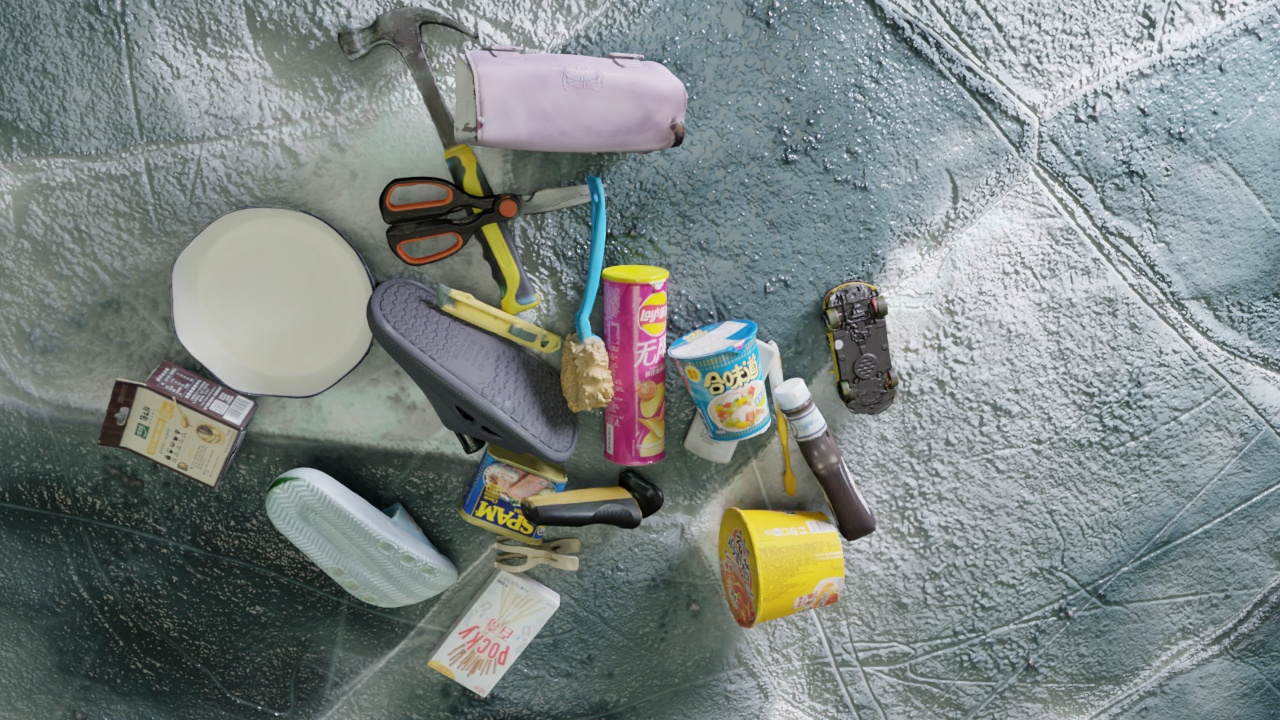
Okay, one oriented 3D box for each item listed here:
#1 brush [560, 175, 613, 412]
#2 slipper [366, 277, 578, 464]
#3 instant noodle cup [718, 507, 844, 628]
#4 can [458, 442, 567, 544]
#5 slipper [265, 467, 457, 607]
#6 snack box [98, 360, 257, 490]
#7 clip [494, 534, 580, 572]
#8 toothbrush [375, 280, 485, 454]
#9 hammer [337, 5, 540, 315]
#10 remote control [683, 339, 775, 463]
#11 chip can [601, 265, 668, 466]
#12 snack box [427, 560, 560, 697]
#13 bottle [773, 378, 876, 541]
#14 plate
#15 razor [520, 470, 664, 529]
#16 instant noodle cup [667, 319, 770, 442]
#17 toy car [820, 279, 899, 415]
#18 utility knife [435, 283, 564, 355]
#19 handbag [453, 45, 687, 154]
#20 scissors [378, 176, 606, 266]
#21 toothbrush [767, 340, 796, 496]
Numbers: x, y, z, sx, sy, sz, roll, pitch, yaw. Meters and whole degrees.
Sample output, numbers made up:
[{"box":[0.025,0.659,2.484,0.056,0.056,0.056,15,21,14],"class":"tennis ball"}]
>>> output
[{"box":[-0.051,-0.062,0.949,0.045,0.083,0.255,-4,109,-25],"class":"brush"},{"box":[-0.182,0.020,0.979,0.268,0.110,0.084,39,132,-16],"class":"slipper"},{"box":[0.162,0.231,1.053,0.109,0.138,0.138,-4,107,-14],"class":"instant noodle cup"},{"box":[-0.142,0.148,1.033,0.102,0.057,0.083,22,101,-12],"class":"can"},{"box":[-0.308,0.194,1.019,0.104,0.074,0.245,-33,124,13],"class":"slipper"},{"box":[-0.481,0.067,0.957,0.125,0.053,0.113,29,126,-13],"class":"snack box"},{"box":[-0.120,0.225,1.066,0.100,0.071,0.035,4,106,-3],"class":"clip"},{"box":[-0.229,0.008,0.998,0.027,0.026,0.213,-16,110,31],"class":"toothbrush"},{"box":[-0.179,-0.199,0.938,0.126,0.032,0.323,-22,107,2],"class":"hammer"},{"box":[0.100,0.043,1.040,0.058,0.021,0.150,22,105,2],"class":"remote control"},{"box":[-0.006,0.006,0.996,0.071,0.071,0.211,-1,107,-5],"class":"chip can"},{"box":[-0.175,0.322,1.098,0.084,0.027,0.157,35,100,-14],"class":"snack box"},{"box":[0.208,0.110,1.043,0.044,0.079,0.195,-26,106,8],"class":"bottle"},{"box":[-0.376,-0.061,0.953,0.205,0.045,0.205,-2,108,-6],"class":"plate"},{"box":[-0.055,0.157,1.019,0.167,0.067,0.062,1,153,-33],"class":"razor"},{"box":[0.091,0.026,0.981,0.099,0.099,0.110,-18,108,0],"class":"instant noodle cup"},{"box":[0.245,-0.012,1.029,0.071,0.041,0.156,-15,106,-1],"class":"toy car"},{"box":[-0.125,-0.033,0.984,0.210,0.022,0.031,21,121,-31],"class":"utility knife"},{"box":[-0.070,-0.240,0.859,0.196,0.145,0.098,-2,110,-19],"class":"handbag"},{"box":[-0.146,-0.142,0.936,0.235,0.021,0.142,9,115,-14],"class":"scissors"},{"box":[0.162,0.068,1.061,0.016,0.018,0.191,-10,105,-1],"class":"toothbrush"}]
